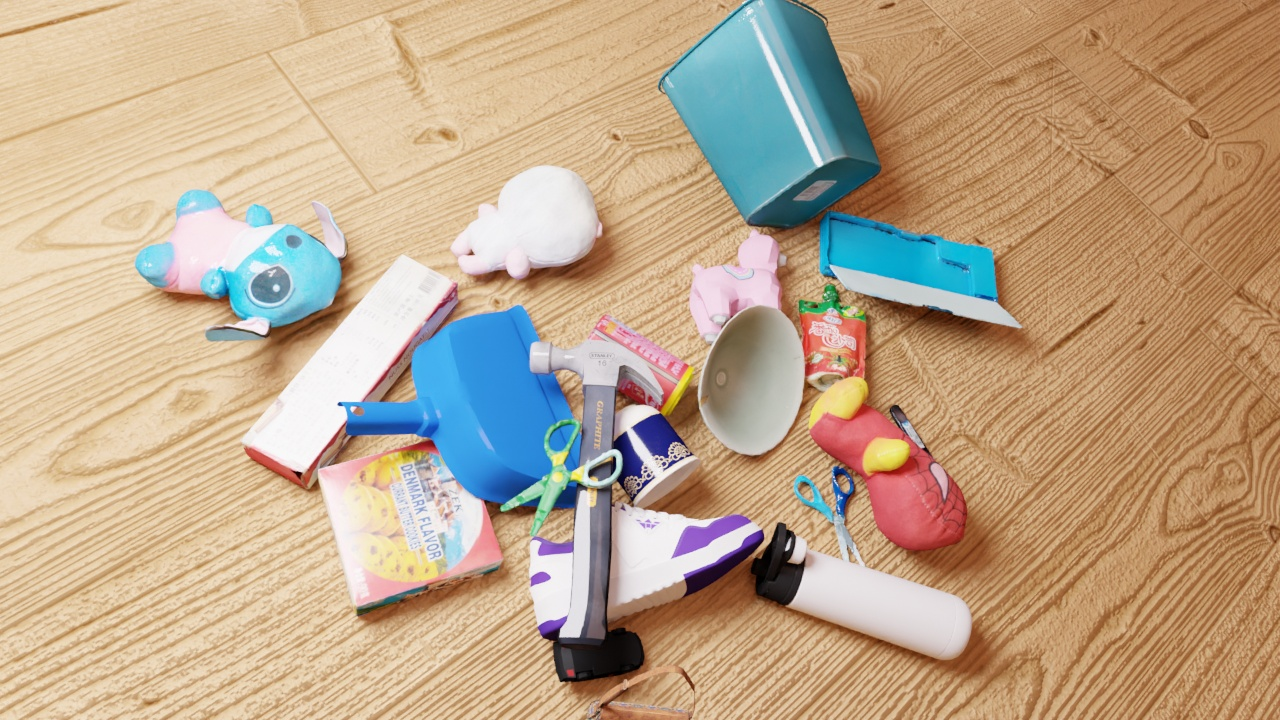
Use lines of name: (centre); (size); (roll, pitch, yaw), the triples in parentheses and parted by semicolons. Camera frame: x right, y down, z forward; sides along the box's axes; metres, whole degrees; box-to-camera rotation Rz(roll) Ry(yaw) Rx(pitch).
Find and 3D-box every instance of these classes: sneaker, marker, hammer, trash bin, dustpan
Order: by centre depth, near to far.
hammer: (-0.051, 0.120, 0.889); (0.139, 0.035, 0.311); (2, 60, 1)
dustpan: (-0.180, 0.045, 0.918); (0.257, 0.060, 0.245); (5, 54, -54)
sneaker: (-0.002, 0.187, 0.923); (0.243, 0.092, 0.111); (-16, 64, -18)
marker: (0.334, 0.107, 1.099); (0.018, 0.015, 0.123); (-18, 66, -20)
trash bin: (0.174, -0.300, 1.159); (0.196, 0.200, 0.218); (-7, 69, -51)

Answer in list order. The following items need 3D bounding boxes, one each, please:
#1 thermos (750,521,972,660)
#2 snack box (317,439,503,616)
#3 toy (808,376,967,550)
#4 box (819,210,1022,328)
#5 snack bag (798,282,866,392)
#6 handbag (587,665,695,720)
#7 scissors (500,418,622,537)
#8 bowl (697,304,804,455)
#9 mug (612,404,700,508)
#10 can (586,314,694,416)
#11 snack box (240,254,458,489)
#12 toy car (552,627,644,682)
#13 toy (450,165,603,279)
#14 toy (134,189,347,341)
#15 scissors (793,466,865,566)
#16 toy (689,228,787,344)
thermos: (0.232, 0.238, 0.950); (0.230, 0.101, 0.068); (19, 45, -4)
snack box: (-0.226, 0.157, 0.900); (0.144, 0.040, 0.142); (-15, 66, -23)
toy: (0.275, 0.118, 1.020); (0.216, 0.099, 0.147); (53, 22, 11)
box: (0.355, -0.103, 1.192); (0.243, 0.060, 0.175); (11, 43, -9)
snack bag: (0.237, -0.033, 1.138); (0.087, 0.044, 0.154); (9, 54, -1)
handbag: (0.010, 0.304, 0.797); (0.093, 0.196, 0.043); (9, 54, -8)
scissors: (-0.069, 0.116, 0.866); (0.108, 0.012, 0.131); (17, 61, 9)
bowl: (0.109, 0.020, 1.046); (0.173, 0.068, 0.174); (-6, 99, -41)
mug: (0.009, 0.095, 0.983); (0.089, 0.086, 0.111); (52, 26, 17)
can: (-0.006, 0.006, 1.027); (0.124, 0.067, 0.066); (32, 59, 3)
snack box: (-0.295, 0.006, 0.962); (0.076, 0.044, 0.272); (27, 58, 6)
toy car: (-0.041, 0.286, 0.886); (0.091, 0.036, 0.042); (0, 60, -27)
toy: (-0.133, -0.156, 1.067); (0.179, 0.101, 0.138); (-30, 61, -9)
toy: (-0.414, -0.094, 0.949); (0.191, 0.099, 0.223); (18, 45, 1)
scissors: (0.232, 0.179, 1.031); (0.083, 0.016, 0.135); (-18, 68, -25)
toy: (0.122, -0.093, 1.118); (0.123, 0.067, 0.157); (7, 56, -9)
